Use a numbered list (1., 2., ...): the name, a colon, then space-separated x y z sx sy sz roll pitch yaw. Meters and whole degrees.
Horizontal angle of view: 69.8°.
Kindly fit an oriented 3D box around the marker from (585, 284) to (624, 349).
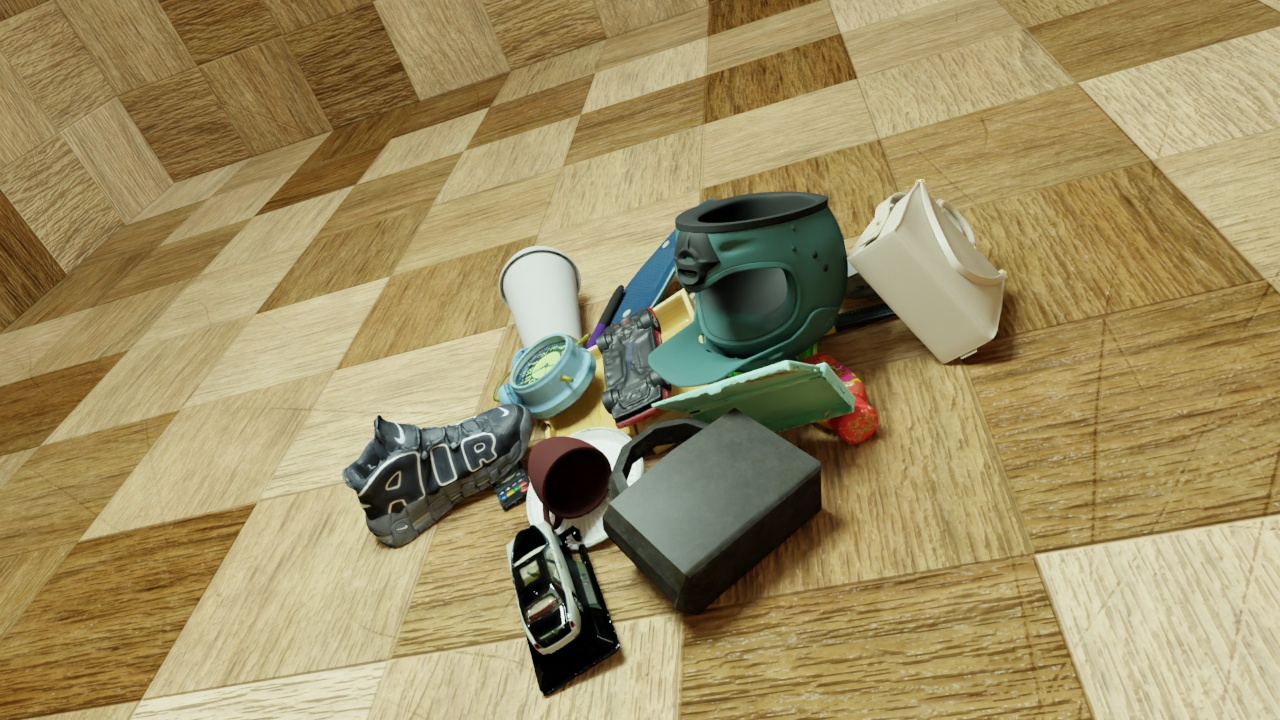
1. marker: -0.053 -0.062 1.381 0.015 0.018 0.133 24 61 2

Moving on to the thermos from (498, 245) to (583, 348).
1. thermos: -0.144 -0.072 1.405 0.131 0.132 0.221 -21 39 2

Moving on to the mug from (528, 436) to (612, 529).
1. mug: -0.094 0.136 1.048 0.087 0.114 0.088 8 12 -33

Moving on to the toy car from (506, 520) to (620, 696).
1. toy car: -0.096 0.235 0.945 0.094 0.071 0.191 -31 31 2

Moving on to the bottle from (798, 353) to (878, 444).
1. bottle: 0.224 0.044 1.062 0.071 0.048 0.134 -25 32 -5

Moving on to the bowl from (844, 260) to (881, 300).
1. bowl: 0.318 -0.121 1.222 0.151 0.057 0.150 -36 8 6

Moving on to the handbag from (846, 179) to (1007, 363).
1. handbag: 0.362 -0.126 1.108 0.102 0.194 0.197 -36 12 47

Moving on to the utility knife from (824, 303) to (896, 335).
1. utility knife: 0.271 -0.052 1.205 0.173 0.020 0.028 -15 35 14

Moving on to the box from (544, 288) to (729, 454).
1. box: -0.015 0.033 1.214 0.253 0.068 0.246 -25 30 6

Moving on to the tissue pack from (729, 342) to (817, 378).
1. tissue pack: 0.172 -0.013 1.178 0.114 0.034 0.099 -12 48 21

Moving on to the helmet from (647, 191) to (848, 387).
1. helmet: 0.128 -0.079 1.073 0.177 0.200 0.274 13 26 42

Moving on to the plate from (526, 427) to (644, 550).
1. plate: -0.064 0.149 1.074 0.157 0.014 0.156 -16 51 21

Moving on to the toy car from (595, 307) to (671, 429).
1. toy car: -0.007 0.007 1.147 0.082 0.056 0.189 -27 37 16

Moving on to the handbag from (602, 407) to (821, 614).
1. handbag: 0.054 0.142 0.969 0.197 0.102 0.199 -35 50 -19

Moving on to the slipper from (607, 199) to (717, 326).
1. slipper: 0.041 -0.125 1.404 0.294 0.060 0.118 -53 28 -14

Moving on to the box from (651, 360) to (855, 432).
1. box: 0.123 0.042 1.011 0.187 0.138 0.052 -19 50 38

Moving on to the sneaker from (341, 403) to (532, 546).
1. sneaker: -0.265 0.107 1.152 0.252 0.151 0.097 -37 36 -5

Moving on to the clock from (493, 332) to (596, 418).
1. clock: -0.134 0.023 1.248 0.162 0.060 0.117 -21 35 31

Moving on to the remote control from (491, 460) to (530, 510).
1. remote control: -0.176 0.141 1.191 0.045 0.021 0.140 -35 37 -3
